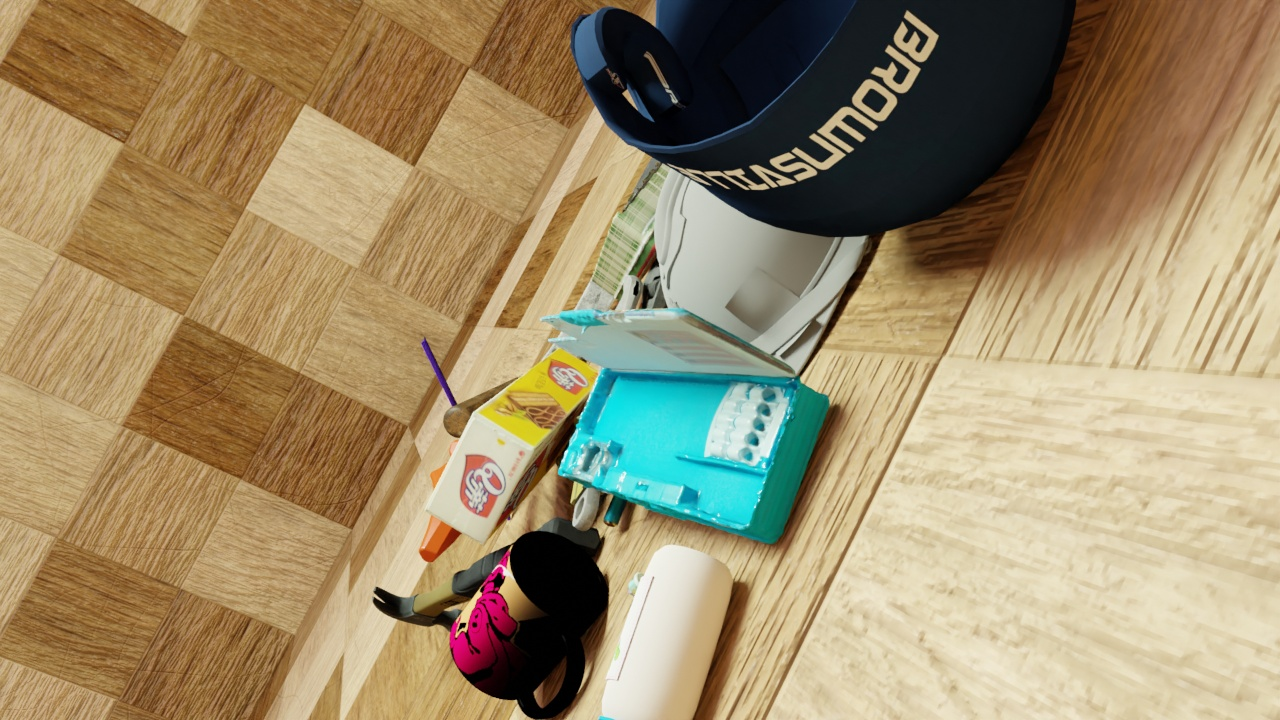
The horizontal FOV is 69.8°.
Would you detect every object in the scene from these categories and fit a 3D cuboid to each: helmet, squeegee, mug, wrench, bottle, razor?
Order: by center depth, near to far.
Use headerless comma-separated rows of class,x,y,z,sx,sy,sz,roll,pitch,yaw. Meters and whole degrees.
helmet,0.107,-0.197,0.487,0.233,0.222,0.272,-25,66,42
bottle,0.007,0.174,0.492,0.051,0.051,0.146,-31,34,60
helmet,0.066,-0.091,0.642,0.271,0.117,0.183,-65,16,-7
mug,-0.077,0.203,0.678,0.098,0.081,0.118,-53,45,25
razor,-0.002,0.071,0.750,0.042,0.022,0.143,117,173,-58
wrench,-0.029,0.028,0.786,0.084,0.018,0.272,-56,19,41
wrench,-0.005,0.005,0.804,0.073,0.018,0.272,-41,29,60
squeegee,-0.183,0.127,0.919,0.055,0.250,0.184,-9,33,15

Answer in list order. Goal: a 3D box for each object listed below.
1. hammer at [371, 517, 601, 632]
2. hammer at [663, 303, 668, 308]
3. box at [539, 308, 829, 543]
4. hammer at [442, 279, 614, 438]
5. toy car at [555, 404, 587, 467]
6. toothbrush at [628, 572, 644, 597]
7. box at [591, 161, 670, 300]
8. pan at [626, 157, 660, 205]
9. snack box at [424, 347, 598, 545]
hammer,-0.149,0.203,0.851,0.334,0.117,0.025,-35,42,47
hammer,0.012,-0.004,0.849,0.120,0.030,0.330,-24,43,66
box,-0.009,0.031,0.576,0.227,0.121,0.097,3,66,59
hammer,-0.116,0.004,0.976,0.218,0.037,0.300,-60,-7,14
toy car,-0.051,0.067,0.873,0.048,0.030,0.107,-60,-4,-47
toothbrush,-0.001,0.189,0.558,0.154,0.015,0.022,-89,-2,-60
box,0.010,-0.135,0.916,0.117,0.049,0.206,-53,1,-17
pan,0.055,-0.217,1.039,0.187,0.055,0.357,-61,12,-3
snack box,-0.110,0.073,0.866,0.110,0.061,0.229,-61,-4,19
